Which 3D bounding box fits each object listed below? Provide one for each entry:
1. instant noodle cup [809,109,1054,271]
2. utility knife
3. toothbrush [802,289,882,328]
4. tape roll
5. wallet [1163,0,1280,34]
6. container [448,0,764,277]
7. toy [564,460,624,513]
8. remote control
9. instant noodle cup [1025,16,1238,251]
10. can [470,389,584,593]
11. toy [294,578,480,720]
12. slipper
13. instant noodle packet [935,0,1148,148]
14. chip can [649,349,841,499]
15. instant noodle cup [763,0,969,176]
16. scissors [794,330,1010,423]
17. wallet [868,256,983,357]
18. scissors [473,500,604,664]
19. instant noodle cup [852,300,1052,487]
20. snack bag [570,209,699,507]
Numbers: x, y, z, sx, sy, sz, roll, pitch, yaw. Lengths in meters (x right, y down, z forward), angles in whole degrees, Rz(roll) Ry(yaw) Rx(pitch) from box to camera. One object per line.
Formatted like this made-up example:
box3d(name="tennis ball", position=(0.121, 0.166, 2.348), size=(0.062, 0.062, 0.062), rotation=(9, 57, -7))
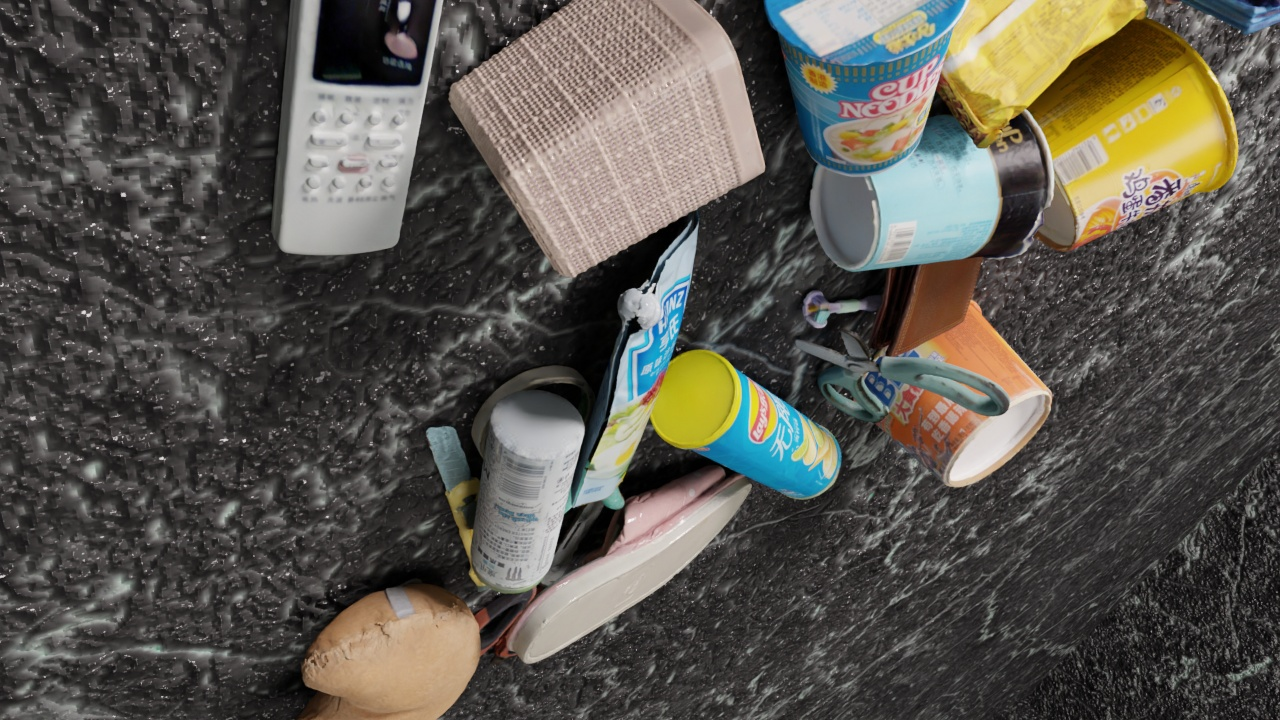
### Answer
box3d(name="instant noodle cup", position=(0.179, -0.108, 0.594), size=(0.120, 0.111, 0.111), rotation=(-14, 140, -17))
box3d(name="utility knife", position=(-0.122, 0.108, 0.651), size=(0.030, 0.022, 0.220), rotation=(-30, 140, -21))
box3d(name="toothbrush", position=(0.201, -0.048, 0.745), size=(0.188, 0.021, 0.029), rotation=(-8, 92, -38))
box3d(name="tape roll", position=(-0.070, 0.039, 0.612), size=(0.085, 0.014, 0.086), rotation=(-23, 142, -19))
box3d(name="wallet", position=(0.338, -0.243, 0.542), size=(0.106, 0.133, 0.040), rotation=(-24, 143, -20))
box3d(name="container", position=(-0.017, -0.109, 0.428), size=(0.111, 0.090, 0.090), rotation=(-33, 145, -1))
box3d(name="toy", position=(-0.047, 0.092, 0.677), size=(0.092, 0.030, 0.096), rotation=(-31, 136, -6))
box3d(name="remote control", position=(-0.122, -0.109, 0.392), size=(0.058, 0.021, 0.150), rotation=(-9, 137, -35))
box3d(name="instant noodle cup", position=(0.316, -0.149, 0.639), size=(0.110, 0.138, 0.138), rotation=(-32, 146, 5))
box3d(name="can", position=(-0.077, 0.088, 0.598), size=(0.058, 0.058, 0.147), rotation=(-14, 139, -30))
box3d(name="toy", position=(-0.200, 0.254, 0.696), size=(0.143, 0.082, 0.227), rotation=(0, 134, -35))
box3d(name="slipper", position=(-0.007, 0.154, 0.749), size=(0.273, 0.054, 0.114), rotation=(-25, 149, -42))
box3d(name="instant noodle packet", position=(0.217, -0.205, 0.528), size=(0.128, 0.044, 0.111), rotation=(-40, 107, 3))
box3d(name="chip can", position=(0.089, 0.057, 0.721), size=(0.071, 0.071, 0.210), rotation=(-45, 144, 11))
box3d(name="instant noodle cup", position=(0.120, -0.159, 0.491), size=(0.099, 0.099, 0.110), rotation=(-35, 152, -4))
box3d(name="scissors", position=(0.202, 0.023, 0.752), size=(0.180, 0.170, 0.019), rotation=(94, 15, -72))
box3d(name="wallet", position=(0.231, -0.069, 0.718), size=(0.101, 0.032, 0.125), rotation=(-23, 134, -31))
box3d(name="scissors", position=(-0.089, 0.183, 0.758), size=(0.192, 0.015, 0.207), rotation=(-26, 144, -15))
box3d(name="instant noodle cup", position=(0.287, 0.035, 0.834), size=(0.151, 0.111, 0.152), rotation=(-24, 143, -19))
box3d(name="snack bag", position=(-0.003, 0.003, 0.575), size=(0.110, 0.039, 0.191), rotation=(-47, 161, -45))
